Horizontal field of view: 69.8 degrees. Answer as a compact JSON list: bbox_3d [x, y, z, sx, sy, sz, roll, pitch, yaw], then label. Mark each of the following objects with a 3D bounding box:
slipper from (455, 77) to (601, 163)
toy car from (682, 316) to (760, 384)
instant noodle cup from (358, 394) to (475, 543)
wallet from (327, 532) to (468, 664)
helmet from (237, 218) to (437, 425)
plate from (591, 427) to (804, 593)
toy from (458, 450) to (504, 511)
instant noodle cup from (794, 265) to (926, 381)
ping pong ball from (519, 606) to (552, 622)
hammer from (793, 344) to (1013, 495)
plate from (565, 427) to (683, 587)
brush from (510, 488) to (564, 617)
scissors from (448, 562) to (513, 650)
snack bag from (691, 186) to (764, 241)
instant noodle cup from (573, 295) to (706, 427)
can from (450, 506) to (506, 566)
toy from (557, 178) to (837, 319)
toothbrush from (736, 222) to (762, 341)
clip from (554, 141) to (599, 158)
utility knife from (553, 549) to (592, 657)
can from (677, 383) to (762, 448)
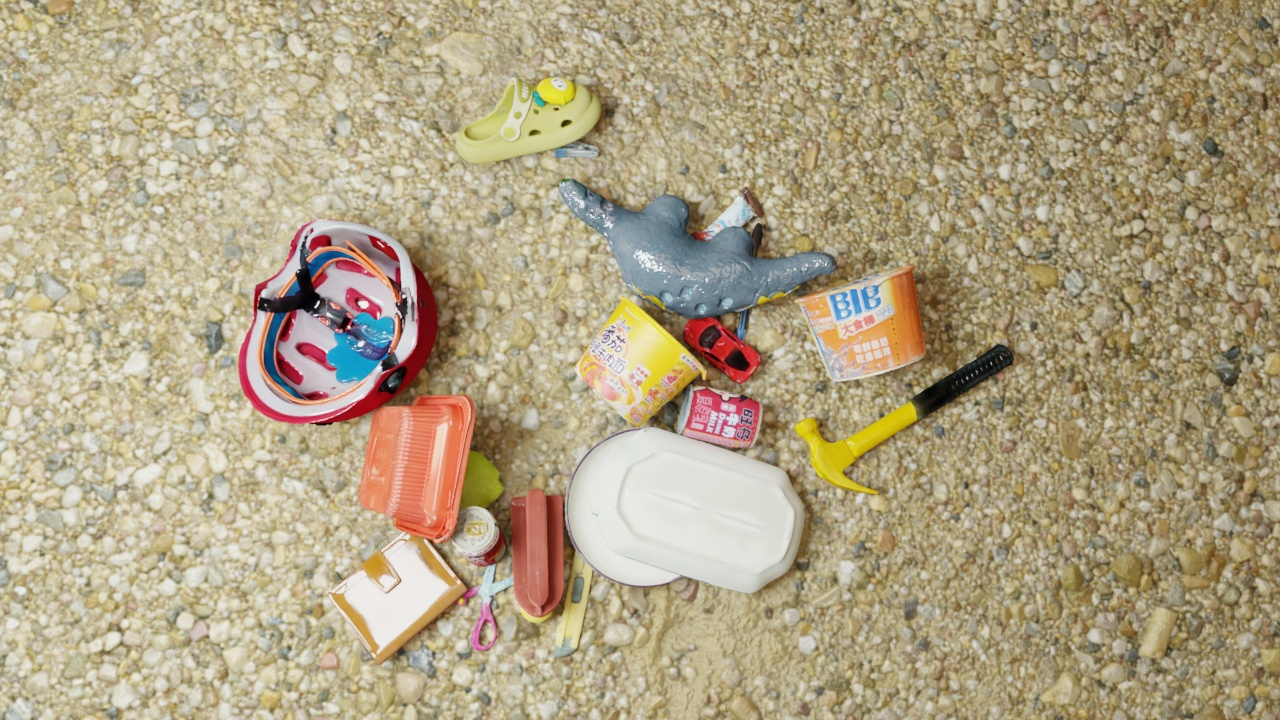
[{"bbox_3d":[-0.143,-0.306,1.141,0.190,0.082,0.091,-19,47,-3],"label":"slipper"},{"bbox_3d":[0.101,-0.017,1.163,0.106,0.031,0.049,40,87,7],"label":"toy car"},{"bbox_3d":[-0.257,0.116,1.035,0.079,0.189,0.164,13,80,-33],"label":"instant noodle cup"},{"bbox_3d":[-0.292,0.270,1.089,0.130,0.035,0.119,-40,81,-13],"label":"wallet"},{"bbox_3d":[-0.336,-0.027,1.065,0.207,0.144,0.240,27,82,18],"label":"helmet"},{"bbox_3d":[0.075,0.180,1.099,0.265,0.034,0.162,20,80,-8],"label":"plate"},{"bbox_3d":[-0.215,0.141,1.117,0.100,0.031,0.096,7,81,-4],"label":"toy"},{"bbox_3d":[0.278,-0.044,1.135,0.151,0.151,0.111,-17,93,-8],"label":"instant noodle cup"},{"bbox_3d":[-0.125,0.294,1.102,0.040,0.040,0.040,1,83,-6],"label":"ping pong ball"},{"bbox_3d":[0.351,0.066,1.180,0.300,0.033,0.129,-30,87,-8],"label":"hammer"},{"bbox_3d":[0.002,0.179,1.125,0.192,0.039,0.192,1,83,-10],"label":"plate"},{"bbox_3d":[-0.121,0.227,1.075,0.063,0.069,0.145,-2,61,-5],"label":"brush"},{"bbox_3d":[-0.188,0.288,1.110,0.133,0.017,0.130,-18,82,-11],"label":"scissors"},{"bbox_3d":[0.113,-0.177,1.190,0.104,0.026,0.048,-40,102,-7],"label":"snack bag"},{"bbox_3d":[-0.007,0.006,1.106,0.138,0.138,0.110,41,89,0],"label":"instant noodle cup"},{"bbox_3d":[-0.186,0.204,1.056,0.053,0.133,0.053,1,71,-3],"label":"can"},{"bbox_3d":[0.055,-0.126,1.138,0.356,0.091,0.138,20,101,2],"label":"toy"},{"bbox_3d":[0.138,-0.086,1.190,0.014,0.016,0.189,10,85,-10],"label":"toothbrush"},{"bbox_3d":[-0.081,-0.273,1.184,0.058,0.027,0.043,9,74,-5],"label":"clip"},{"bbox_3d":[-0.076,0.269,1.126,0.031,0.020,0.190,12,77,-10],"label":"utility knife"},{"bbox_3d":[0.099,0.070,1.138,0.094,0.066,0.066,13,82,-4],"label":"can"}]
